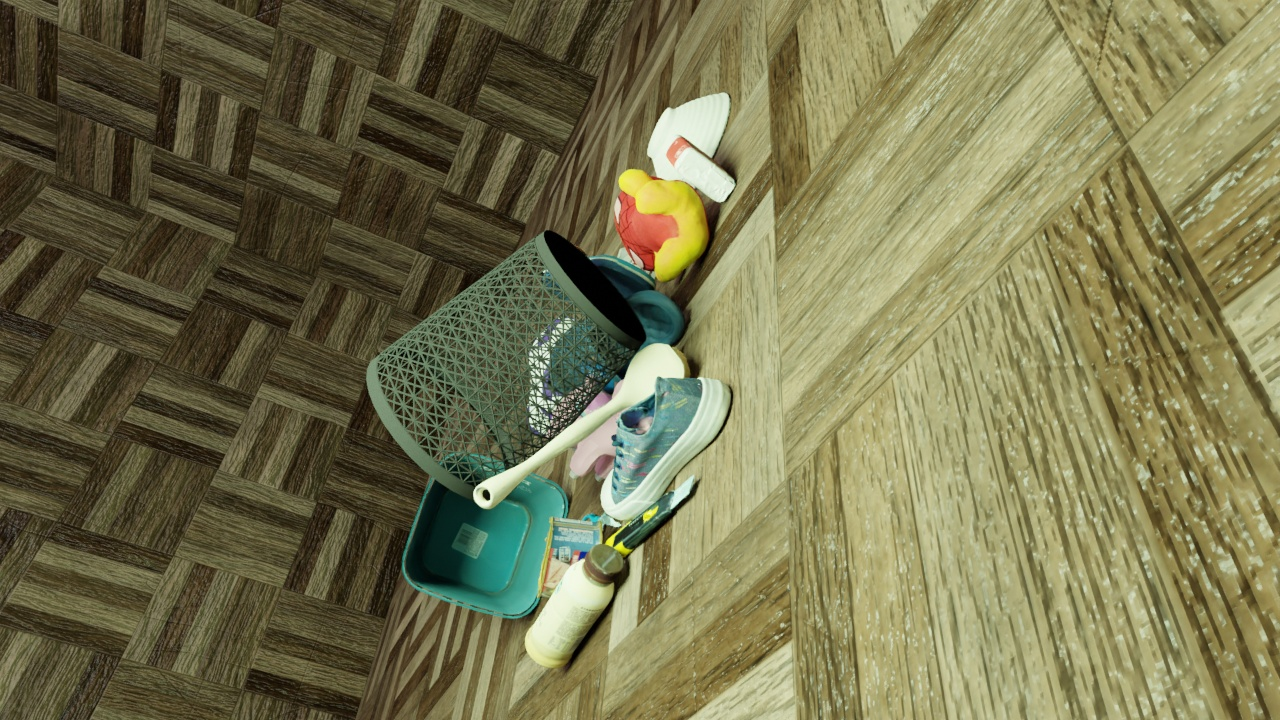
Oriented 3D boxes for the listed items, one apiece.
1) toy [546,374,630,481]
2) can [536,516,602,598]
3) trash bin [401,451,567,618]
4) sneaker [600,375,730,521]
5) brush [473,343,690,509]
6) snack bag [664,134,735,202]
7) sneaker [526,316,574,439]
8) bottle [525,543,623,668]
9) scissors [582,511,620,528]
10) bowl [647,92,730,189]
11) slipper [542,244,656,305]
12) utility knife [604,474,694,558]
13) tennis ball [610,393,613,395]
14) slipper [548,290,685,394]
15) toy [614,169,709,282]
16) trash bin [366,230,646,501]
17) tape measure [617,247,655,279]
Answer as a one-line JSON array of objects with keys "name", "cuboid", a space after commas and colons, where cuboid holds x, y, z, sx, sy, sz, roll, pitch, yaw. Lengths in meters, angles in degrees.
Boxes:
[{"name": "toy", "cuboid": [-0.038, 0.065, 1.080, 0.123, 0.067, 0.158, 48, 114, 39]}, {"name": "can", "cuboid": [-0.080, 0.224, 1.033, 0.053, 0.059, 0.100, -98, 19, -61]}, {"name": "trash bin", "cuboid": [-0.233, 0.258, 1.345, 0.219, 0.196, 0.199, 138, 152, -72]}, {"name": "sneaker", "cuboid": [0.003, 0.084, 0.939, 0.236, 0.079, 0.087, -53, 22, 46]}, {"name": "brush", "cuboid": [-0.058, 0.069, 0.962, 0.271, 0.062, 0.077, -35, -23, -15]}, {"name": "snack bag", "cuboid": [0.073, -0.242, 1.151, 0.036, 0.077, 0.115, -52, 19, 14]}, {"name": "sneaker", "cuboid": [-0.125, 0.003, 1.492, 0.111, 0.091, 0.243, -52, 26, 45]}, {"name": "bottle", "cuboid": [-0.070, 0.263, 0.989, 0.162, 0.056, 0.056, -59, 17, 30]}, {"name": "scissors", "cuboid": [-0.044, 0.182, 1.098, 0.133, 0.014, 0.127, -70, 16, -6]}, {"name": "bowl", "cuboid": [0.057, -0.317, 1.328, 0.177, 0.071, 0.177, -159, 91, -76]}, {"name": "slipper", "cuboid": [-0.055, -0.114, 1.199, 0.295, 0.118, 0.060, -7, 63, 70]}, {"name": "utility knife", "cuboid": [0.007, 0.163, 0.935, 0.204, 0.020, 0.028, -49, 26, 48]}, {"name": "tennis ball", "cuboid": [-0.046, 0.025, 1.221, 0.065, 0.065, 0.065, -59, 17, 31]}, {"name": "slipper", "cuboid": [-0.036, -0.012, 1.117, 0.214, 0.104, 0.059, -37, 20, 36]}, {"name": "toy", "cuboid": [0.024, -0.177, 1.184, 0.216, 0.098, 0.147, -134, 34, -75]}, {"name": "trash bin", "cuboid": [-0.137, -0.002, 1.020, 0.243, 0.217, 0.216, -41, 22, 13]}, {"name": "tape measure", "cuboid": [-0.006, -0.131, 1.308, 0.020, 0.062, 0.060, -126, 55, -73]}]
